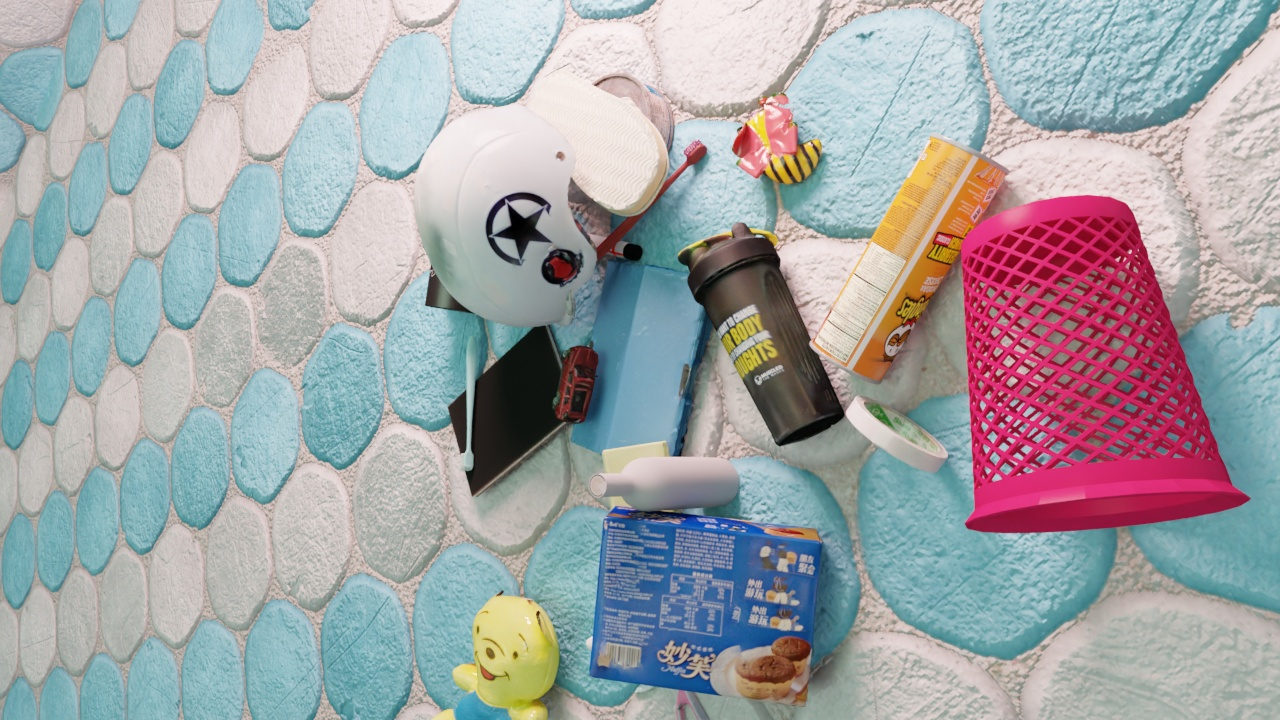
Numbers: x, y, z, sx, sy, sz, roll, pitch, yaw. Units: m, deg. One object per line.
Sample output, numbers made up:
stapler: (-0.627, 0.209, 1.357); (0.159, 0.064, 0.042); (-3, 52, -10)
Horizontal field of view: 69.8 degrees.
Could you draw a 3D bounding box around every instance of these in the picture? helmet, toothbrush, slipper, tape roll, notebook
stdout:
helmet: (-0.169, -0.150, 1.051); (0.236, 0.163, 0.264); (-137, 36, -54)
toothbrush: (0.004, -0.179, 1.046); (0.190, 0.016, 0.016); (-44, 54, 18)
slipper: (-0.049, -0.248, 1.030); (0.115, 0.054, 0.272); (-56, 47, 18)
tape roll: (0.225, 0.064, 0.807); (0.094, 0.093, 0.018); (41, 110, 34)
notebook: (-0.168, 0.062, 1.171); (0.210, 0.008, 0.141); (-39, 57, 29)
toothbrush: (-0.226, 0.055, 1.207); (0.017, 0.016, 0.180); (-12, 73, 49)

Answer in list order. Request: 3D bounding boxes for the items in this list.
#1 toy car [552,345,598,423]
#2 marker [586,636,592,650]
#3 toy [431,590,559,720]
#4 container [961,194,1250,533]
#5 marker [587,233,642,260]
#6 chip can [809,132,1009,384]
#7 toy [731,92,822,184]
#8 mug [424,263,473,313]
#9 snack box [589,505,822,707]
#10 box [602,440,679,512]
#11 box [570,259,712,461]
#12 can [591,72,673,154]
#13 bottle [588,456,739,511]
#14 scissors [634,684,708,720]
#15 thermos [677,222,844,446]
toy car: (-0.073, 0.028, 1.059); (0.036, 0.042, 0.091); (17, 97, 60)
marker: (-0.013, 0.320, 1.012); (0.134, 0.020, 0.017); (-7, 70, 44)
toy: (-0.161, 0.378, 1.094); (0.149, 0.083, 0.214); (19, 95, 37)
container: (0.326, 0.005, 0.694); (0.184, 0.183, 0.225); (-16, 68, 37)
marker: (-0.058, -0.142, 1.105); (0.146, 0.019, 0.019); (19, 97, 39)
chip can: (0.238, -0.089, 0.825); (0.075, 0.075, 0.215); (39, 109, 35)
toy: (0.137, -0.225, 0.944); (0.084, 0.046, 0.103); (-46, 64, 11)
mug: (-0.246, -0.111, 1.225); (0.114, 0.078, 0.088); (10, 92, 65)
snack box: (0.062, 0.230, 0.875); (0.203, 0.069, 0.155); (5, 90, 8)
box: (0.011, 0.180, 0.965); (0.077, 0.090, 0.188); (-11, 83, 11)
box: (-0.009, 0.006, 1.036); (0.177, 0.047, 0.231); (14, 95, 40)
can: (-0.026, -0.266, 1.076); (0.130, 0.044, 0.130); (-5, 82, 38)
bottle: (0.022, 0.121, 0.899); (0.053, 0.195, 0.052); (-5, 82, 38)
scissors: (0.053, 0.327, 0.971); (0.173, 0.013, 0.170); (-47, 55, 28)
thermos: (0.122, -0.029, 0.906); (0.098, 0.098, 0.220); (-36, 68, 31)
